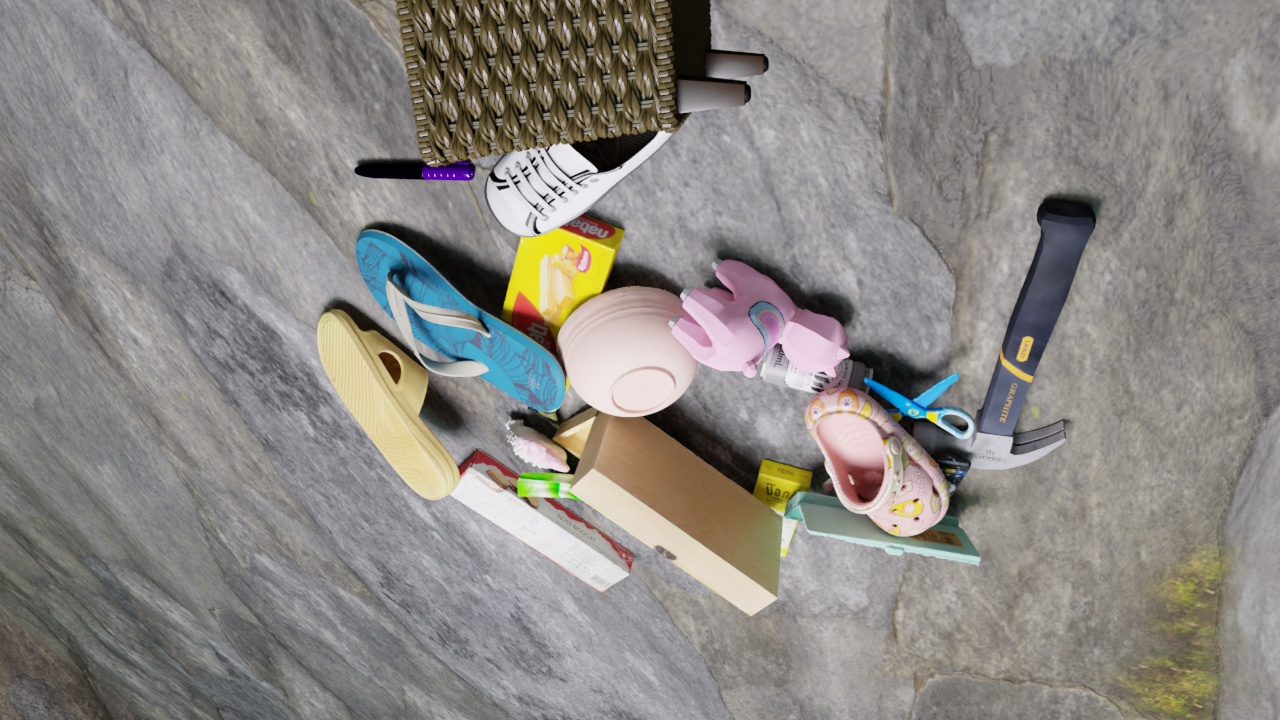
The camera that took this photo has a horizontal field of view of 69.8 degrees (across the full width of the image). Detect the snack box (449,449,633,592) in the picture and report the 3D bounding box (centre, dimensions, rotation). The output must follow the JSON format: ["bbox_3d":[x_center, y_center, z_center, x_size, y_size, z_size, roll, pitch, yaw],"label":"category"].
[{"bbox_3d":[-0.136,0.223,1.263,0.273,0.044,0.077,36,129,-16],"label":"snack box"}]

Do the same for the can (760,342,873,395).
[{"bbox_3d":[0.177,0.012,0.929,0.106,0.043,0.044,15,136,7],"label":"can"}]

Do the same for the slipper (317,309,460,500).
[{"bbox_3d":[-0.299,0.048,1.125,0.100,0.078,0.263,-28,97,42],"label":"slipper"}]

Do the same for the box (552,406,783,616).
[{"bbox_3d":[0.032,0.151,1.048,0.247,0.118,0.253,38,175,-14],"label":"box"}]

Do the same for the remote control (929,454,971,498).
[{"bbox_3d":[0.314,0.133,0.985,0.045,0.021,0.141,7,151,7],"label":"remote control"}]

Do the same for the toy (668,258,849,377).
[{"bbox_3d":[0.117,-0.028,0.869,0.157,0.123,0.067,33,138,11],"label":"toy"}]

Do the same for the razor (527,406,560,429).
[{"bbox_3d":[-0.102,0.025,1.068,0.044,0.021,0.144,33,139,14],"label":"razor"}]

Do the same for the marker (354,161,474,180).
[{"bbox_3d":[-0.226,-0.189,0.911,0.134,0.015,0.018,5,106,17],"label":"marker"}]

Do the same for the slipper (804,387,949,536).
[{"bbox_3d":[0.233,0.113,0.905,0.093,0.081,0.197,-23,117,36],"label":"slipper"}]

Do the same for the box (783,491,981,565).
[{"bbox_3d":[0.261,0.181,1.007,0.187,0.055,0.138,10,174,-3],"label":"box"}]

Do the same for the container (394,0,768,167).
[{"bbox_3d":[-0.031,-0.298,0.561,0.205,0.176,0.321,2,116,13],"label":"container"}]

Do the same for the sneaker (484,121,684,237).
[{"bbox_3d":[-0.052,-0.176,0.775,0.246,0.097,0.091,-29,104,35],"label":"sneaker"}]

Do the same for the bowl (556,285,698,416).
[{"bbox_3d":[-0.006,0.005,0.930,0.153,0.076,0.153,-8,136,-8],"label":"bowl"}]

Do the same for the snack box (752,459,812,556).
[{"bbox_3d":[0.163,0.181,1.114,0.061,0.025,0.149,15,136,8],"label":"snack box"}]

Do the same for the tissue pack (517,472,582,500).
[{"bbox_3d":[-0.089,0.159,1.146,0.100,0.034,0.114,3,173,18],"label":"tissue pack"}]

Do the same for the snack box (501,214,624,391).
[{"bbox_3d":[-0.090,-0.063,0.948,0.092,0.042,0.201,22,130,0],"label":"snack box"}]

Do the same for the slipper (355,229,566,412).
[{"bbox_3d":[-0.205,-0.030,0.966,0.295,0.060,0.118,33,139,17],"label":"slipper"}]

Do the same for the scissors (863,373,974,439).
[{"bbox_3d":[0.268,0.050,0.898,0.127,0.013,0.126,26,135,-14],"label":"scissors"}]

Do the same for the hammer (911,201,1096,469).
[{"bbox_3d":[0.346,-0.011,0.849,0.139,0.035,0.313,8,135,12],"label":"hammer"}]

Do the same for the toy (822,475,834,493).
[{"bbox_3d":[0.250,0.116,1.005,0.102,0.050,0.066,0,158,-9],"label":"toy"}]

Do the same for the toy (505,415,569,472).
[{"bbox_3d":[-0.124,0.110,1.113,0.095,0.041,0.109,34,175,-15],"label":"toy"}]
